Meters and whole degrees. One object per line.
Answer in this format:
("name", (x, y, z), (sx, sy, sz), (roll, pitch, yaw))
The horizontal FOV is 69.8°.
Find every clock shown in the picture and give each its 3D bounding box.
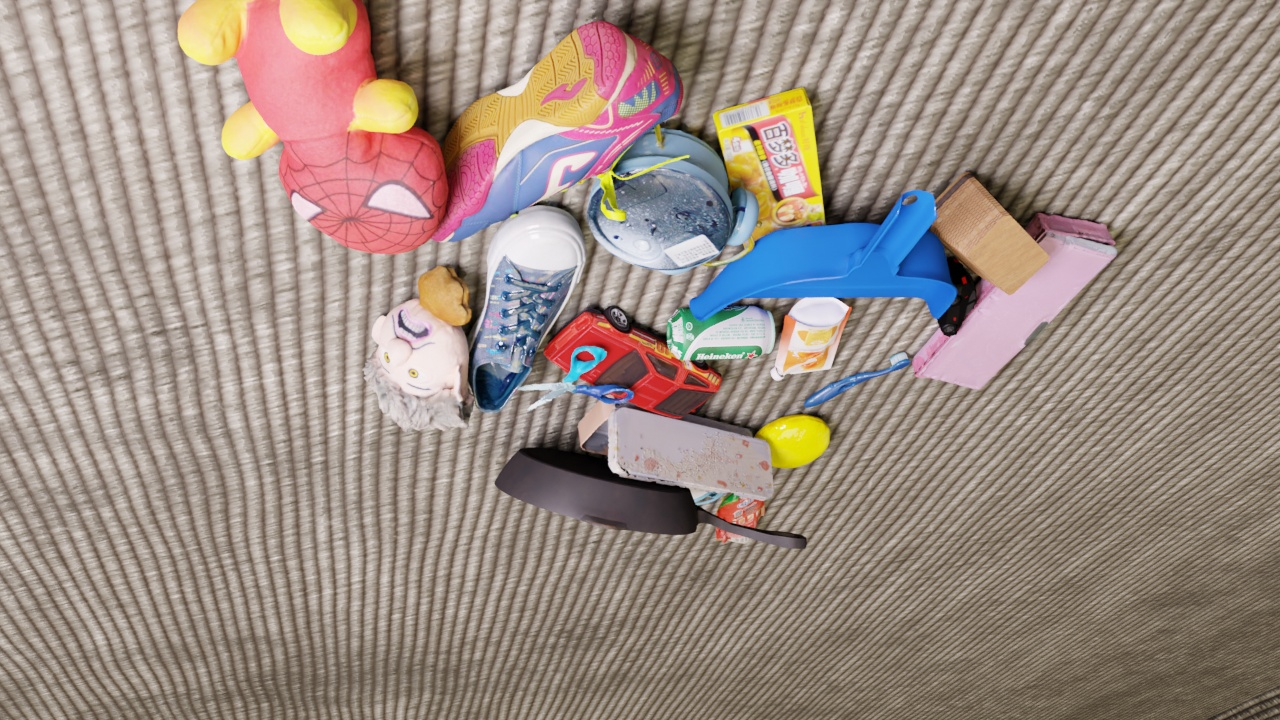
("clock", (0.029, -0.121, 0.753), (0.118, 0.060, 0.162), (-19, 137, 35))
("clock", (0.065, 0.159, 1.168), (0.087, 0.042, 0.123), (-24, 146, 19))

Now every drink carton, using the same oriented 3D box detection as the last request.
("drink carton", (0.177, -0.017, 0.968), (0.069, 0.038, 0.122), (-7, 149, -4))

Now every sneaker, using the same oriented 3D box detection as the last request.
("sneaker", (-0.069, -0.147, 0.681), (0.243, 0.116, 0.091), (-26, 154, 38))
("sneaker", (-0.108, -0.037, 0.839), (0.087, 0.079, 0.236), (8, 140, -21))

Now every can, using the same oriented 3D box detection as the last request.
("can", (0.079, -0.027, 0.912), (0.101, 0.053, 0.053), (-2, 142, -9))

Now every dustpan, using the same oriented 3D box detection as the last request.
("dustpan", (0.185, -0.086, 0.790), (0.245, 0.059, 0.258), (-1, 158, -7))

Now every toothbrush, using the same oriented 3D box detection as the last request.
("toothbrush", (0.245, 0.024, 1.046), (0.133, 0.016, 0.021), (-27, 139, 25))

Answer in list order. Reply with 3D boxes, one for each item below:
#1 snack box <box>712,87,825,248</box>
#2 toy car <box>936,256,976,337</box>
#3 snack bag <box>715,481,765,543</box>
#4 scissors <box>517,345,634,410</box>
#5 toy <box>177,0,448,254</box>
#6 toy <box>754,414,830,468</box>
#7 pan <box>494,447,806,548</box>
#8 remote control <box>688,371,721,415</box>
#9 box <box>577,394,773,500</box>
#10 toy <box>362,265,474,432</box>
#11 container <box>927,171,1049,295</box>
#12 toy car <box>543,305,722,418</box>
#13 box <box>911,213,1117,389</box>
("snack box", (0.112, -0.155, 0.776), (0.075, 0.025, 0.152), (-14, 143, 7))
("toy car", (0.317, -0.062, 0.924), (0.036, 0.042, 0.092), (-10, 143, 5))
("snack bag", (0.136, 0.190, 1.210), (0.087, 0.044, 0.155), (-30, 149, -18))
("scissors", (-0.067, 0.033, 0.922), (0.134, 0.015, 0.103), (-31, 126, 32))
("toy", (-0.207, -0.161, 0.636), (0.148, 0.098, 0.216), (9, 146, 21))
("toy", (0.182, 0.097, 1.107), (0.096, 0.041, 0.094), (-24, 138, 18))
("pan", (0.018, 0.154, 1.022), (0.356, 0.043, 0.249), (13, 180, -7))
("remote control", (0.051, 0.050, 1.041), (0.039, 0.010, 0.125), (8, 140, -21))
("box", (0.038, 0.104, 1.040), (0.216, 0.094, 0.108), (15, 161, -30))
("toy", (-0.200, -0.006, 0.843), (0.076, 0.133, 0.176), (-30, 147, -56))
("container", (0.317, -0.110, 0.835), (0.114, 0.061, 0.063), (28, 113, -38))
("toy car", (-0.005, 0.005, 0.939), (0.189, 0.056, 0.082), (26, 129, -34))
("box", (0.379, -0.052, 0.950), (0.098, 0.046, 0.234), (6, 141, -20))
